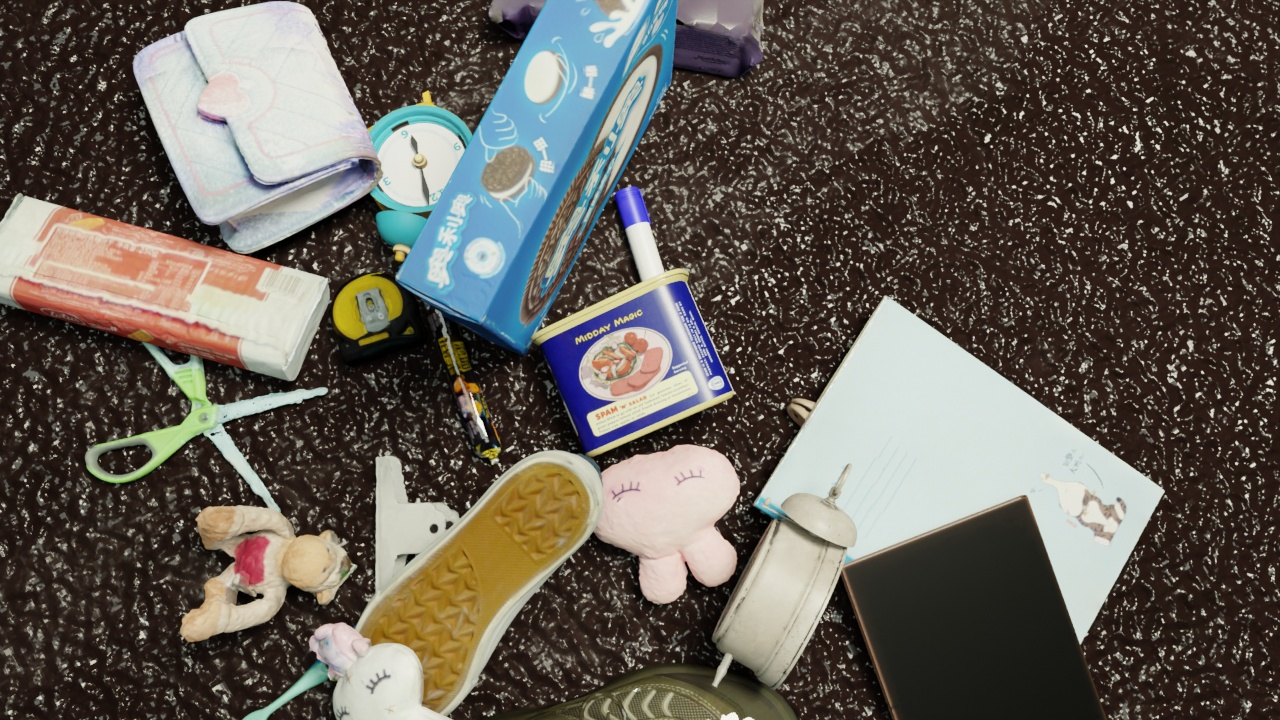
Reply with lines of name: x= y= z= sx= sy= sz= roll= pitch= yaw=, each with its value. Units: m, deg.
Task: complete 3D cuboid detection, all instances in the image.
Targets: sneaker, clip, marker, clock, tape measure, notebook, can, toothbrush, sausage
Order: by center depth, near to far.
sneaker: x=-0.011 y=0.249 z=0.562 sx=0.238 sy=0.143 sz=0.101 roll=-10 pitch=82 yaw=-5
clock: x=0.094 y=0.133 z=0.592 sx=0.061 sy=0.103 sz=0.157 roll=28 pitch=99 yaw=9
sneaker: x=-0.108 y=0.144 z=0.606 sx=0.087 sy=0.079 sz=0.236 roll=40 pitch=102 yaw=1
toothbrush: x=-0.214 y=0.209 z=0.624 sx=0.135 sy=0.017 sz=0.022 roll=-37 pitch=85 yaw=-10
can: x=-0.004 y=0.004 z=0.630 sx=0.116 sy=0.056 sz=0.092 roll=-24 pitch=85 yaw=13
notebook: x=0.237 y=0.215 z=0.632 sx=0.141 sy=0.008 sz=0.209 roll=-20 pitch=91 yaw=-5
clip: x=-0.155 y=0.117 z=0.641 sx=0.055 sy=0.045 sz=0.101 roll=-2 pitch=83 yaw=4
tape measure: x=-0.188 y=-0.032 z=0.649 sx=0.061 sy=0.034 sz=0.061 roll=-21 pitch=81 yaw=-6
notebook: x=0.230 y=0.098 z=0.651 sx=0.253 sy=0.009 sz=0.181 roll=34 pitch=82 yaw=-4
sausage: x=-0.131 y=0.002 z=0.654 sx=0.020 sy=0.020 sz=0.155 roll=-20 pitch=83 yaw=-6
clip: x=0.133 y=0.050 z=0.659 sx=0.059 sy=0.026 sz=0.052 roll=-5 pitch=85 yaw=-12
clock: x=-0.152 y=-0.130 z=0.662 sx=0.099 sy=0.044 sz=0.129 roll=-29 pitch=77 yaw=-6
marker: x=0.011 y=-0.058 z=0.670 sx=0.020 sy=0.020 sz=0.141 roll=-17 pitch=83 yaw=-5

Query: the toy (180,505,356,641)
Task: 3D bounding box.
toy: x=-0.240 y=0.141 z=0.603 sx=0.105 sy=0.074 sz=0.085 roll=9 pitch=72 yaw=-26

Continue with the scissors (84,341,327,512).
scissors: x=-0.306 y=0.037 z=0.643 sx=0.171 sy=0.023 sz=0.172 roll=-17 pitch=77 yaw=-7

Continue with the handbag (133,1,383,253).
handbag: x=-0.264 y=-0.170 z=0.636 sx=0.126 sy=0.069 sz=0.158 roll=-28 pitch=70 yaw=-5

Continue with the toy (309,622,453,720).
toy: x=-0.157 y=0.210 z=0.565 sx=0.122 sy=0.037 sz=0.079 roll=45 pitch=123 yaw=4

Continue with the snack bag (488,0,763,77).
snack bag: x=-0.004 y=-0.279 z=0.681 sx=0.205 sy=0.058 sz=0.096 roll=8 pitch=82 yaw=-2

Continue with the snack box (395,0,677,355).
snack box: x=-0.053 y=-0.126 z=0.579 sx=0.056 sy=0.195 sz=0.238 roll=28 pitch=86 yaw=2

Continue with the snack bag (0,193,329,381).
snack bag: x=-0.336 y=-0.050 z=0.635 sx=0.225 sy=0.041 sz=0.077 roll=14 pitch=63 yaw=1

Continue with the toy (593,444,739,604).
toy: x=0.021 y=0.112 z=0.632 sx=0.108 sy=0.053 sz=0.105 roll=-20 pitch=96 yaw=1
